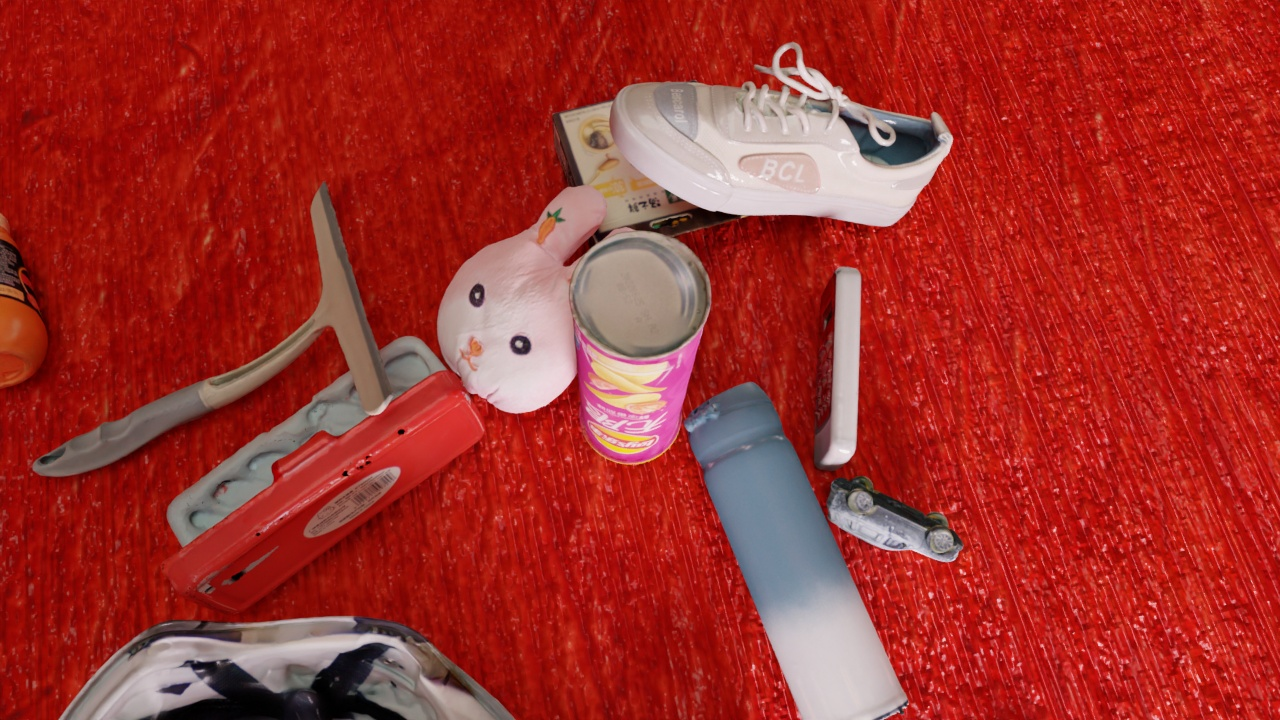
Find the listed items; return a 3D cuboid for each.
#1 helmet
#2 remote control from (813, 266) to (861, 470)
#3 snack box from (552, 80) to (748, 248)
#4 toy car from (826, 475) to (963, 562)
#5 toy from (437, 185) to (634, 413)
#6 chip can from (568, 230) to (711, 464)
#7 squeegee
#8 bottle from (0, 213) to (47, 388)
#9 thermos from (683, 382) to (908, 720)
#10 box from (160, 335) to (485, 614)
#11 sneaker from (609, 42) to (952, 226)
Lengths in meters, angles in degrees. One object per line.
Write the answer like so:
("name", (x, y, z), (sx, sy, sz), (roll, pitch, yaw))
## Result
("helmet", (-0.177, 0.260, 0.471), (0.258, 0.146, 0.228), (10, 55, -11))
("remote control", (0.133, 0.005, 0.624), (0.020, 0.056, 0.135), (7, 71, -1))
("snack box", (0.006, -0.134, 0.671), (0.113, 0.053, 0.125), (-16, 73, -8))
("toy car", (0.164, 0.105, 0.597), (0.090, 0.043, 0.034), (24, 98, 10))
("toy", (-0.069, -0.043, 0.614), (0.159, 0.054, 0.121), (-49, 65, 8))
("chip can", (-0.003, 0.003, 0.538), (0.071, 0.211, 0.071), (1, 71, -2))
("squeegee", (-0.285, 0.017, 0.610), (0.246, 0.039, 0.246), (-31, 47, -1))
("bottle", (-0.452, -0.054, 0.629), (0.066, 0.067, 0.149), (-21, 65, -9))
("thermos", (0.093, 0.119, 0.578), (0.070, 0.070, 0.220), (-19, 71, -8))
("box", (-0.207, 0.061, 0.582), (0.201, 0.095, 0.101), (-37, 65, -12))
("sneaker", (0.102, -0.153, 0.620), (0.242, 0.091, 0.089), (7, 58, -21))
